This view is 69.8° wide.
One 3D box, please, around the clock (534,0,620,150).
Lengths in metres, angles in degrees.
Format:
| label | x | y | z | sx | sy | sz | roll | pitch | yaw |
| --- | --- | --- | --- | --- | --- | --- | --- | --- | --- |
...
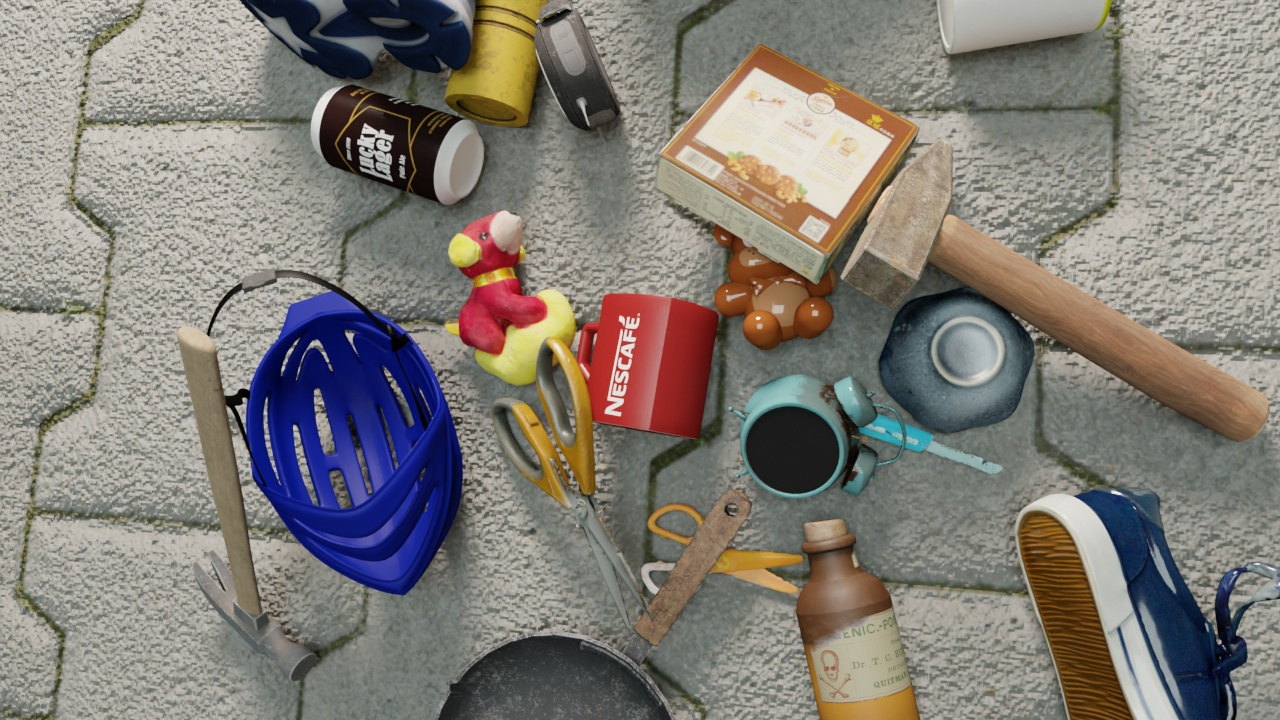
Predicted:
| label | x | y | z | sx | sy | sz | roll | pitch | yaw |
| --- | --- | --- | --- | --- | --- | --- | --- | --- | --- |
| clock | -0.054 | -0.233 | 0.728 | 0.044 | 0.091 | 0.122 | -23 | 85 | 8 |

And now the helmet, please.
| label | x | y | z | sx | sy | sz | roll | pitch | yaw |
| --- | --- | --- | --- | --- | --- | --- | --- | --- | --- |
| helmet | -0.219 | 0.041 | 0.661 | 0.147 | 0.228 | 0.241 | -19 | 66 | -6 |

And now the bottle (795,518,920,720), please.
| label | x | y | z | sx | sy | sz | roll | pitch | yaw |
| --- | --- | --- | --- | --- | --- | --- | --- | --- | --- |
| bottle | 0.148 | 0.191 | 0.652 | 0.068 | 0.068 | 0.157 | -13 | 81 | 9 |

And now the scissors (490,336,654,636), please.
| label | x | y | z | sx | sy | sz | roll | pitch | yaw |
| --- | --- | --- | --- | --- | --- | --- | --- | --- | --- |
| scissors | -0.055 | 0.099 | 0.692 | 0.167 | 0.016 | 0.225 | -25 | 80 | 49 |

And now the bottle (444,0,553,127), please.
| label | x | y | z | sx | sy | sz | roll | pitch | yaw |
| --- | --- | --- | --- | --- | --- | --- | --- | --- | --- |
| bottle | -0.109 | -0.284 | 0.757 | 0.071 | 0.071 | 0.163 | 10 | 86 | 12 |

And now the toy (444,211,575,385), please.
| label | x | y | z | sx | sy | sz | roll | pitch | yaw |
| --- | --- | --- | --- | --- | --- | --- | --- | --- | --- |
| toy | -0.112 | -0.046 | 0.740 | 0.106 | 0.067 | 0.137 | -21 | 92 | 11 |

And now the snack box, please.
| label | x | y | z | sx | sy | sz | roll | pitch | yaw |
| --- | --- | --- | --- | --- | --- | --- | --- | --- | --- |
| snack box | 0.109 | -0.151 | 0.684 | 0.143 | 0.041 | 0.146 | 32 | 65 | 12 |

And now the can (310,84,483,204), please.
| label | x | y | z | sx | sy | sz | roll | pitch | yaw |
| --- | --- | --- | --- | --- | --- | --- | --- | --- | --- |
| can | -0.200 | -0.180 | 0.761 | 0.128 | 0.072 | 0.072 | 20 | 88 | 13 |

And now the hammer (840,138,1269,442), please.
| label | x | y | z | sx | sy | sz | roll | pitch | yaw |
| --- | --- | --- | --- | --- | --- | --- | --- | --- | --- |
| hammer | 0.298 | -0.037 | 0.641 | 0.301 | 0.037 | 0.157 | 32 | 51 | 3 |

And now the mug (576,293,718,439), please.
| label | x | y | z | sx | sy | sz | roll | pitch | yaw |
| --- | --- | --- | --- | --- | --- | --- | --- | --- | --- |
| mug | -0.004 | 0.004 | 0.702 | 0.117 | 0.080 | 0.096 | 6 | 84 | 41 |

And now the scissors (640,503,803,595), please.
| label | x | y | z | sx | sy | sz | roll | pitch | yaw |
| --- | --- | --- | --- | --- | --- | --- | --- | --- | --- |
| scissors | 0.061 | 0.164 | 0.701 | 0.133 | 0.012 | 0.084 | 20 | 89 | 14 |

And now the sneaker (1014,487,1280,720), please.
| label | x | y | z | sx | sy | sz | roll | pitch | yaw |
| --- | --- | --- | --- | --- | --- | --- | --- | --- | --- |
| sneaker | 0.360 | 0.221 | 0.601 | 0.127 | 0.121 | 0.294 | -12 | 78 | -13 |

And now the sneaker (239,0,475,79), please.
| label | x | y | z | sx | sy | sz | roll | pitch | yaw |
| --- | --- | --- | --- | --- | --- | --- | --- | --- | --- |
| sneaker | -0.220 | -0.317 | 0.755 | 0.270 | 0.103 | 0.132 | 13 | 72 | 35 |

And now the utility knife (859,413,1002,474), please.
| label | x | y | z | sx | sy | sz | roll | pitch | yaw |
| --- | --- | --- | --- | --- | --- | --- | --- | --- | --- |
| utility knife | 0.191 | 0.052 | 0.686 | 0.158 | 0.015 | 0.022 | 18 | 111 | 12 |

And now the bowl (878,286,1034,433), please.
| label | x | y | z | sx | sy | sz | roll | pitch | yaw |
| --- | --- | --- | --- | --- | --- | --- | --- | --- | --- |
| bowl | 0.232 | -0.003 | 0.664 | 0.110 | 0.055 | 0.110 | -1 | 84 | 10 |

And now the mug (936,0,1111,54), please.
| label | x | y | z | sx | sy | sz | roll | pitch | yaw |
| --- | --- | --- | --- | --- | --- | --- | --- | --- | --- |
| mug | 0.277 | -0.274 | 0.672 | 0.106 | 0.082 | 0.082 | -7 | 82 | 11 |

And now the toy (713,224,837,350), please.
| label | x | y | z | sx | sy | sz | roll | pitch | yaw |
| --- | --- | --- | --- | --- | --- | --- | --- | --- | --- |
| toy | 0.099 | -0.073 | 0.696 | 0.095 | 0.065 | 0.127 | -12 | 76 | 0 |

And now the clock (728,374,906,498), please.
| label | x | y | z | sx | sy | sz | roll | pitch | yaw |
| --- | --- | --- | --- | --- | --- | --- | --- | --- | --- |
| clock | 0.129 | 0.058 | 0.670 | 0.124 | 0.053 | 0.090 | -3 | 105 | 18 |

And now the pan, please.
| label | x | y | z | sx | sy | sz | roll | pitch | yaw |
| --- | --- | --- | --- | --- | --- | --- | --- | --- | --- |
| pan | -0.018 | 0.243 | 0.694 | 0.208 | 0.040 | 0.357 | 35 | 91 | 13 |

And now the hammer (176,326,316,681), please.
| label | x | y | z | sx | sy | sz | roll | pitch | yaw |
| --- | --- | --- | --- | --- | --- | --- | --- | --- | --- |
| hammer | -0.297 | 0.110 | 0.661 | 0.119 | 0.332 | 0.030 | 30 | 46 | 20 |
